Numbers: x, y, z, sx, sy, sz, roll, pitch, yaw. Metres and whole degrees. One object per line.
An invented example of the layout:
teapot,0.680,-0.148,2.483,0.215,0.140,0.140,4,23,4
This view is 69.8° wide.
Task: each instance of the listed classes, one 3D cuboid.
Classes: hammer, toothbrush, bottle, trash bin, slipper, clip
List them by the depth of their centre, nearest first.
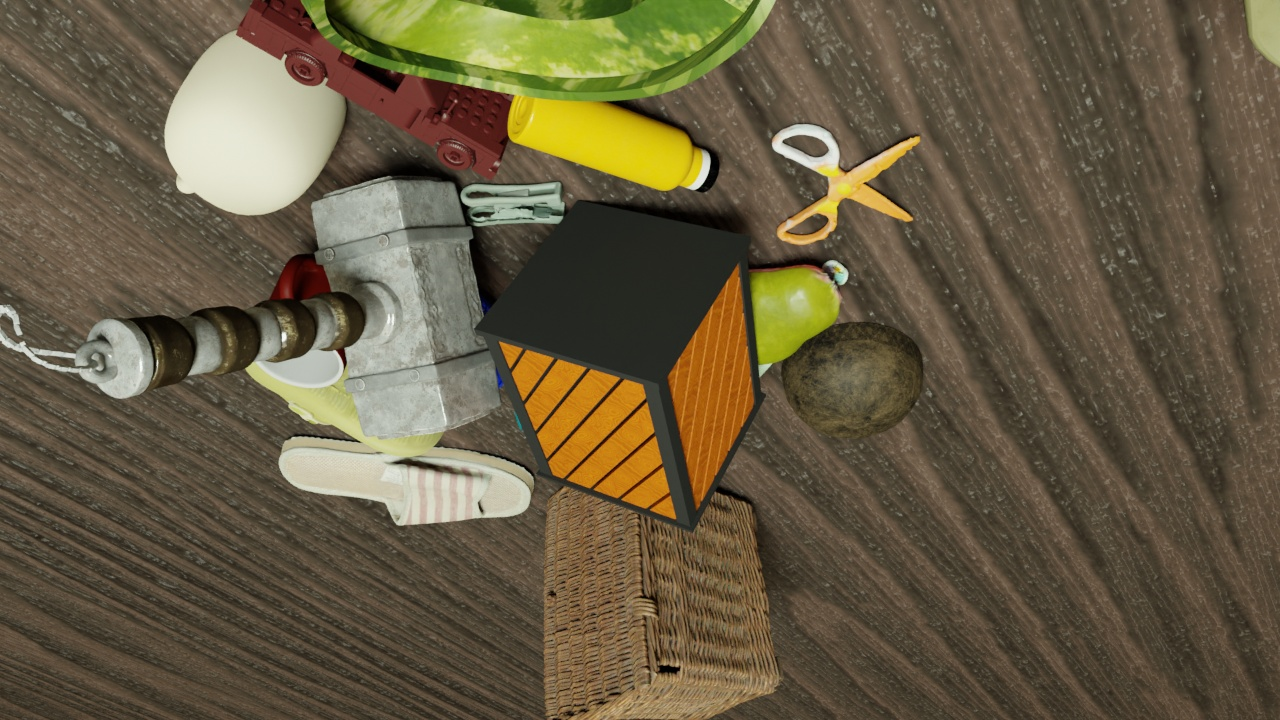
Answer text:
hammer,-0.209,-0.019,0.550,0.080,0.325,0.177,-9,96,24
bottle,-0.013,-0.144,0.606,0.143,0.043,0.043,12,140,-30
clip,-0.094,-0.116,0.678,0.076,0.023,0.044,-1,137,4
trash bin,-0.004,0.004,0.681,0.140,0.139,0.172,16,144,25
toothbrush,0.124,-0.026,0.762,0.022,0.015,0.155,43,136,10
slipper,-0.267,0.031,0.814,0.190,0.091,0.082,31,135,-22
slipper,-0.244,0.129,0.949,0.263,0.052,0.115,8,140,-3

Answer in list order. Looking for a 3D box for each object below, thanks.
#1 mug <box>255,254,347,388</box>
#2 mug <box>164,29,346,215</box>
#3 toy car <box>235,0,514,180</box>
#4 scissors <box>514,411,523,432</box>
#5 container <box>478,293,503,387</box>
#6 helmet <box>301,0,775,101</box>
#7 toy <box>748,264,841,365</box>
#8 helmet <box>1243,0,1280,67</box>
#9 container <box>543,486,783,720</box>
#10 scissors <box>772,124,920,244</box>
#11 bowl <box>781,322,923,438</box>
mug,-0.265,-0.043,0.731,0.073,0.082,0.106,5,139,0
mug,-0.263,-0.145,0.602,0.120,0.099,0.096,-20,133,26
toy car,-0.149,-0.186,0.566,0.169,0.070,0.062,27,146,-23
scissors,-0.102,0.022,0.837,0.146,0.019,0.133,-28,130,33
container,-0.164,-0.002,0.759,0.114,0.096,0.058,-27,125,24
helmet,-0.048,-0.242,0.367,0.213,0.247,0.243,4,-176,-23
toy,0.106,-0.037,0.717,0.110,0.051,0.090,-15,124,37
helmet,0.367,-0.195,0.347,0.233,0.255,0.251,-8,136,9
container,0.021,0.235,0.910,0.183,0.249,0.163,21,137,-29
scissors,0.140,-0.126,0.649,0.131,0.011,0.126,35,132,-30
bowl,0.183,0.029,0.787,0.121,0.056,0.121,3,139,2
